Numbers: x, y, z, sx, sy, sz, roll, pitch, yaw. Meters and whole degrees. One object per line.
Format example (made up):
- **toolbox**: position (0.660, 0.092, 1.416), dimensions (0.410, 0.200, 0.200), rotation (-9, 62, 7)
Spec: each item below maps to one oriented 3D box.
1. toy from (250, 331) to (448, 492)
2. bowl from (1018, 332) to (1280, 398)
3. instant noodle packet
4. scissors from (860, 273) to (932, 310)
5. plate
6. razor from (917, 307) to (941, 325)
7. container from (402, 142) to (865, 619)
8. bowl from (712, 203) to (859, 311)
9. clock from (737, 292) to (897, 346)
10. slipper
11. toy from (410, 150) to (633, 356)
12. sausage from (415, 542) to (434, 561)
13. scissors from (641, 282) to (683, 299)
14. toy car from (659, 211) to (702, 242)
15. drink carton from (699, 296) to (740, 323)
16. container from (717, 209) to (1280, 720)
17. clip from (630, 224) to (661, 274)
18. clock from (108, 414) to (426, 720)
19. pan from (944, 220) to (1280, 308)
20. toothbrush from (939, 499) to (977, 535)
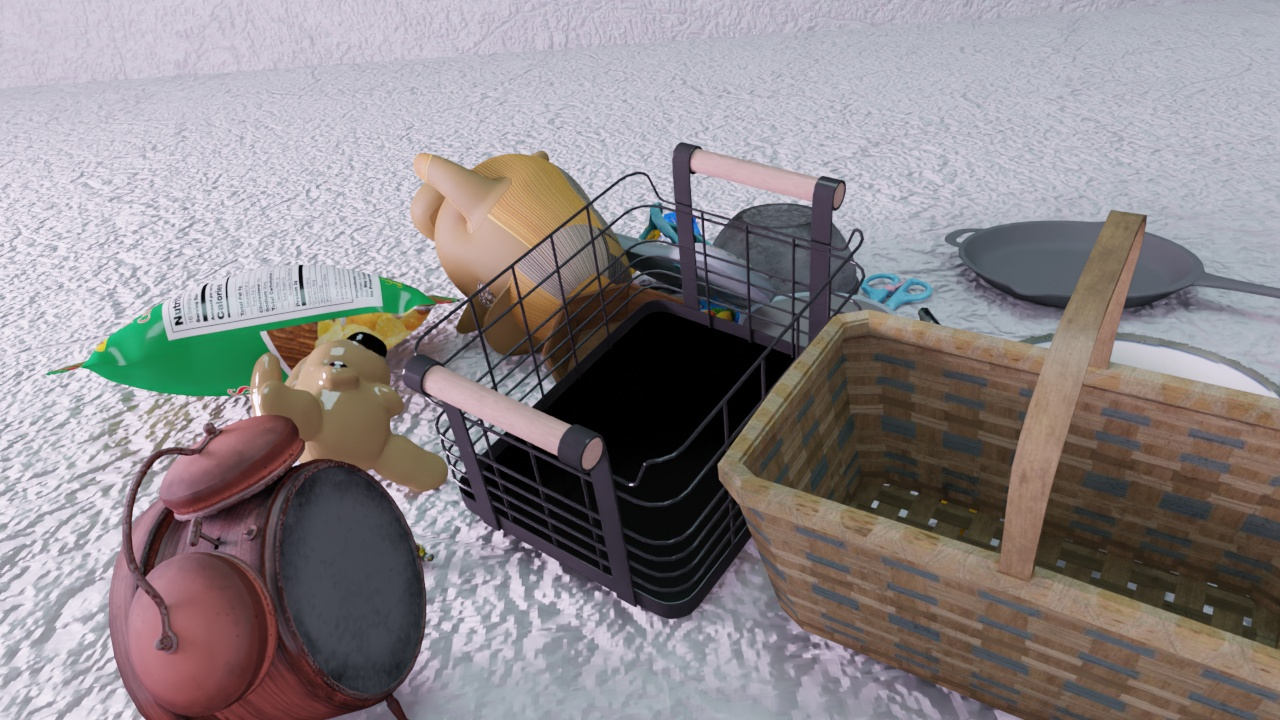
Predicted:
- **toy**: position (-0.198, 0.034, 0.573), dimensions (0.108, 0.134, 0.105), rotation (-4, 63, 40)
- **bowl**: position (0.267, 0.045, 0.509), dimensions (0.153, 0.073, 0.153), rotation (-3, 27, 1)
- **instant noodle packet**: position (-0.271, -0.024, 0.683), dimensions (0.252, 0.090, 0.196), rotation (-12, 8, -16)
- **scissors**: position (0.205, -0.043, 0.775), dimensions (0.063, 0.015, 0.138), rotation (15, 38, 26)
- **plate**: position (-0.004, 0.003, 0.634), dimensions (0.131, 0.025, 0.131), rotation (7, 53, -9)
- **razor**: position (0.231, -0.019, 0.706), dimensions (0.042, 0.026, 0.105), rotation (-5, 22, 3)
- **container**: position (0.008, -0.001, 0.507), dimensions (0.163, 0.130, 0.240), rotation (21, 49, 30)
- **bowl**: position (0.125, -0.099, 0.829), dimensions (0.145, 0.067, 0.144), rotation (-3, 26, 1)
- **clock**: position (0.139, -0.005, 0.663), dimensions (0.122, 0.045, 0.159), rotation (-26, 32, -37)
- **slipper**: position (0.043, -0.089, 0.759), dimensions (0.098, 0.054, 0.269), rotation (31, -2, -25)
- **toy**: position (-0.089, -0.079, 0.753), dimensions (0.162, 0.198, 0.203), rotation (-49, 47, 2)
- **sausage**: position (-0.189, 0.105, 0.513), dimensions (0.155, 0.020, 0.020), rotation (2, 27, 12)
- **scissors**: position (0.000, -0.049, 0.767), dimensions (0.138, 0.019, 0.129), rotation (-12, 12, 21)
- **toy car**: position (0.041, -0.116, 0.940), dimensions (0.033, 0.062, 0.092), rotation (-12, 57, -16)
- **drink carton**: position (0.016, -0.015, 0.702), dimensions (0.128, 0.044, 0.038), rotation (-15, 28, -25)
- **container**: position (0.170, 0.042, 0.374), dimensions (0.250, 0.187, 0.157), rotation (16, 41, 29)
- **clip**: position (0.018, -0.102, 0.888), dimensions (0.047, 0.053, 0.039), rotation (35, 34, 7)
- **clock**: position (-0.153, 0.092, 0.376), dimensions (0.072, 0.158, 0.120), rotation (-18, 51, 14)
- **pan**: position (0.428, -0.068, 0.771), dimensions (0.355, 0.024, 0.215), rotation (19, 34, 39)
- **toothbrush**: position (0.176, 0.079, 0.507), dimensions (0.031, 0.031, 0.196), rotation (19, 36, 12)
